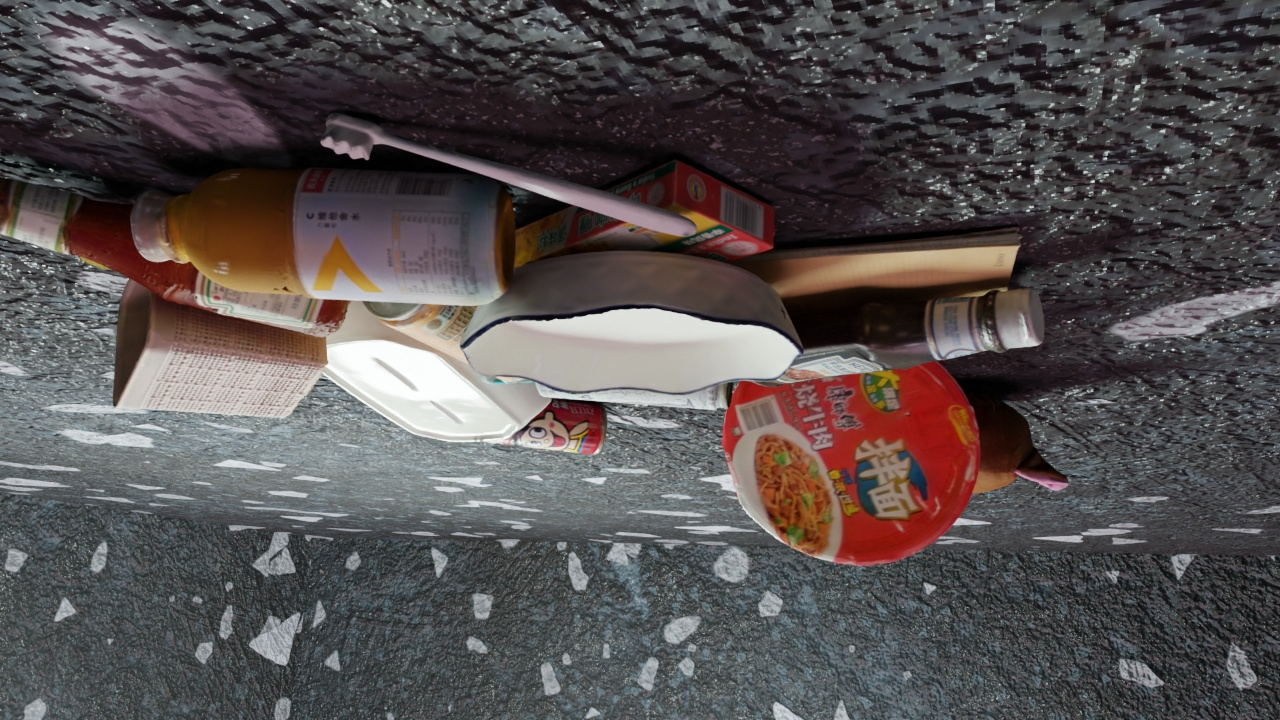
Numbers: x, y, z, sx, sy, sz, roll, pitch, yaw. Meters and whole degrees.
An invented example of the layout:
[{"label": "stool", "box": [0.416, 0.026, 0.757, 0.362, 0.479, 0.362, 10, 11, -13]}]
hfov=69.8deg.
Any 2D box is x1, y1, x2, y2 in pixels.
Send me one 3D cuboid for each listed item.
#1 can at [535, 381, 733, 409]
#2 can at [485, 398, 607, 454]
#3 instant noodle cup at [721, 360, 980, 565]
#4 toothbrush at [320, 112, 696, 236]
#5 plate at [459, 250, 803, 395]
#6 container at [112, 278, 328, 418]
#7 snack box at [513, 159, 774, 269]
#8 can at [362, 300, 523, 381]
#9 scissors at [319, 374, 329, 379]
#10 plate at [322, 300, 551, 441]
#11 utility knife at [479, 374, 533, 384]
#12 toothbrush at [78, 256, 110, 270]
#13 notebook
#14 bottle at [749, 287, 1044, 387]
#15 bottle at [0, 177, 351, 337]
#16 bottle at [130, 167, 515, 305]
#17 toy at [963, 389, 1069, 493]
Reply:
[{"label": "can", "box": [-0.004, 0.004, 0.693, 0.147, 0.058, 0.058, 4, 165, 11]}, {"label": "can", "box": [-0.105, 0.064, 0.949, 0.132, 0.053, 0.053, 9, 163, -20]}, {"label": "instant noodle cup", "box": [0.164, 0.060, 0.722, 0.194, 0.194, 0.065, -3, -165, 19]}, {"label": "toothbrush", "box": [-0.060, -0.084, 0.432, 0.180, 0.016, 0.016, 15, 163, -5]}, {"label": "plate", "box": [-0.005, -0.018, 0.559, 0.205, 0.045, 0.205, 0, 166, 0]}, {"label": "container", "box": [-0.274, -0.017, 0.604, 0.110, 0.089, 0.090, 12, 141, -38]}, {"label": "snack box", "box": [-0.009, -0.067, 0.519, 0.077, 0.027, 0.156, 15, 160, -41]}, {"label": "can", "box": [-0.117, -0.031, 0.609, 0.058, 0.058, 0.146, -4, 163, 23]}, {"label": "scissors", "box": [-0.269, 0.026, 0.898, 0.125, 0.012, 0.173, 11, 173, 30]}, {"label": "plate", "box": [-0.178, 0.016, 0.759, 0.162, 0.034, 0.266, -4, 155, 14]}, {"label": "utility knife", "box": [-0.066, 0.007, 0.751, 0.151, 0.012, 0.029, -5, 145, -36]}, {"label": "toothbrush", "box": [-0.315, -0.047, 0.662, 0.016, 0.016, 0.190, -3, 163, 23]}, {"label": "notebook", "box": [0.129, -0.045, 0.600, 0.212, 0.012, 0.149, -2, 165, 17]}, {"label": "bottle", "box": [0.159, -0.015, 0.604, 0.195, 0.044, 0.079, -8, 164, 36]}, {"label": "bottle", "box": [-0.271, -0.064, 0.524, 0.205, 0.059, 0.060, 15, 160, -30]}, {"label": "bottle", "box": [-0.162, -0.065, 0.476, 0.189, 0.068, 0.068, 3, 164, 1]}, {"label": "toy", "box": [0.261, 0.078, 0.817, 0.199, 0.140, 0.131, -2, 127, -12]}]
